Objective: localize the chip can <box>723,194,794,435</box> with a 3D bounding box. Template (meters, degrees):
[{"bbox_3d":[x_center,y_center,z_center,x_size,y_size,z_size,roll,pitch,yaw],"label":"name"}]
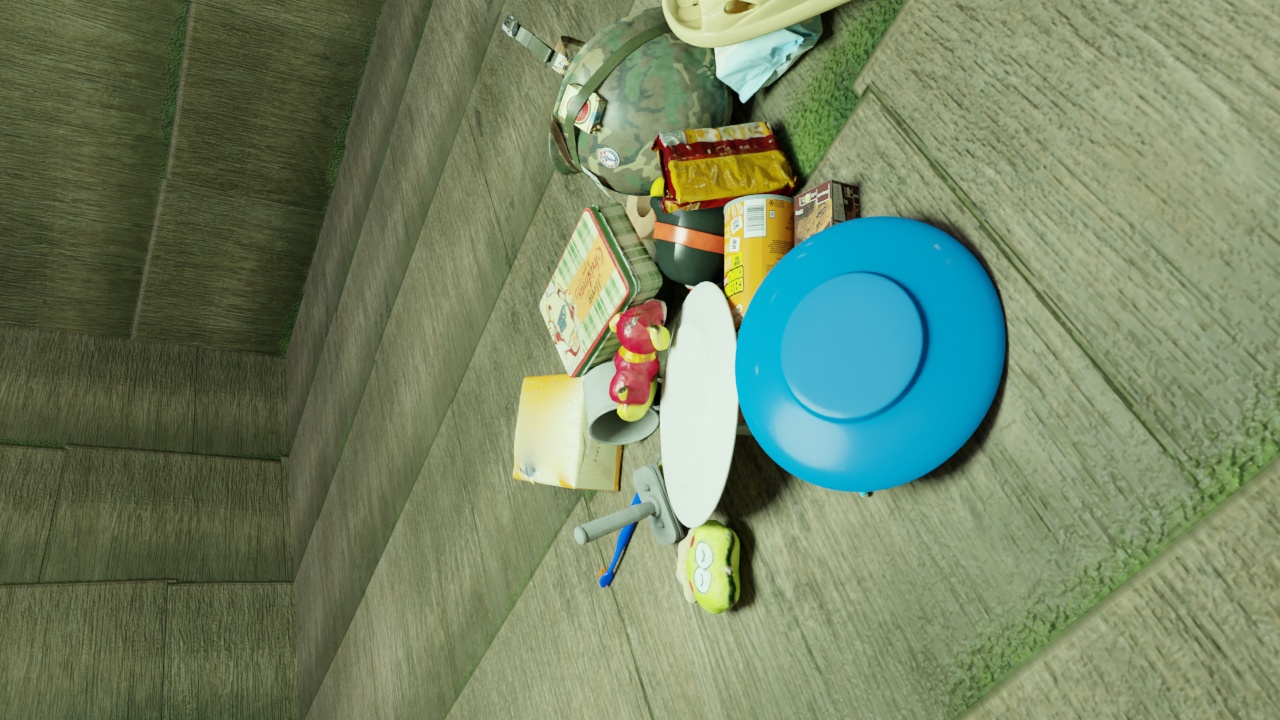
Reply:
[{"bbox_3d":[0.115,-0.041,0.861,0.075,0.075,0.215,-17,69,58],"label":"chip can"}]

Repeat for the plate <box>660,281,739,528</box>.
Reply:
[{"bbox_3d":[0.048,0.043,0.908,0.243,0.016,0.242,-176,91,-76],"label":"plate"}]

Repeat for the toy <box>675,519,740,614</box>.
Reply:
[{"bbox_3d":[0.065,0.206,0.923,0.115,0.046,0.092,160,112,-66],"label":"toy"}]

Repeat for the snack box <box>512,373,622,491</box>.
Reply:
[{"bbox_3d":[-0.102,0.093,1.203,0.196,0.080,0.145,-5,78,60],"label":"snack box"}]

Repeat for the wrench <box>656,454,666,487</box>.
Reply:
[{"bbox_3d":[0.060,0.055,0.988,0.073,0.022,0.274,57,131,46],"label":"wrench"}]

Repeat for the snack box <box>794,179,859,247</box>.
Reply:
[{"bbox_3d":[0.167,-0.085,0.823,0.051,0.031,0.140,-16,69,58],"label":"snack box"}]

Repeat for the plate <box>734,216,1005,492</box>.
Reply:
[{"bbox_3d":[0.168,-0.010,0.723,0.225,0.024,0.224,-11,72,34],"label":"plate"}]

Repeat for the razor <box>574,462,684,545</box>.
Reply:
[{"bbox_3d":[-0.018,0.169,0.979,0.047,0.116,0.088,-33,76,56],"label":"razor"}]

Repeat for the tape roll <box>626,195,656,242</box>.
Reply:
[{"bbox_3d":[0.018,-0.192,1.114,0.094,0.027,0.094,-22,65,57],"label":"tape roll"}]

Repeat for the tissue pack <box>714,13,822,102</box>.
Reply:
[{"bbox_3d":[0.126,-0.365,0.926,0.112,0.070,0.181,-24,65,56],"label":"tissue pack"}]

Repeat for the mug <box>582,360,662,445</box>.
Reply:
[{"bbox_3d":[-0.012,0.044,1.071,0.113,0.084,0.070,-28,52,21],"label":"mug"}]

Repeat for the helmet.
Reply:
[{"bbox_3d":[-0.019,-0.292,1.016,0.225,0.192,0.236,-36,82,30],"label":"helmet"}]

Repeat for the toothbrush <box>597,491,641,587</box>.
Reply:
[{"bbox_3d":[-0.017,0.200,1.094,0.183,0.016,0.018,-68,27,24],"label":"toothbrush"}]

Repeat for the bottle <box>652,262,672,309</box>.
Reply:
[{"bbox_3d":[-0.041,-0.063,1.144,0.207,0.071,0.071,-23,64,57],"label":"bottle"}]

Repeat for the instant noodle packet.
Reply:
[{"bbox_3d":[0.080,-0.192,0.909,0.040,0.135,0.098,90,168,-53],"label":"instant noodle packet"}]

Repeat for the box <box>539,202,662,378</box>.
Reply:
[{"bbox_3d":[-0.052,-0.075,1.037,0.117,0.050,0.206,62,147,16],"label":"box"}]

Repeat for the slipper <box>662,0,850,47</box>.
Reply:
[{"bbox_3d":[0.123,-0.359,0.820,0.262,0.079,0.111,-5,80,30],"label":"slipper"}]

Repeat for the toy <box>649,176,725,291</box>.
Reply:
[{"bbox_3d":[0.058,-0.123,0.959,0.100,0.097,0.119,21,102,43],"label":"toy"}]

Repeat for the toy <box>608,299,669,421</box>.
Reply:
[{"bbox_3d":[-0.006,0.006,0.971,0.105,0.067,0.138,-65,-14,-52],"label":"toy"}]

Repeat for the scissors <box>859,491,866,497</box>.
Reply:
[{"bbox_3d":[0.186,0.048,0.782,0.135,0.012,0.133,-38,49,49],"label":"scissors"}]
